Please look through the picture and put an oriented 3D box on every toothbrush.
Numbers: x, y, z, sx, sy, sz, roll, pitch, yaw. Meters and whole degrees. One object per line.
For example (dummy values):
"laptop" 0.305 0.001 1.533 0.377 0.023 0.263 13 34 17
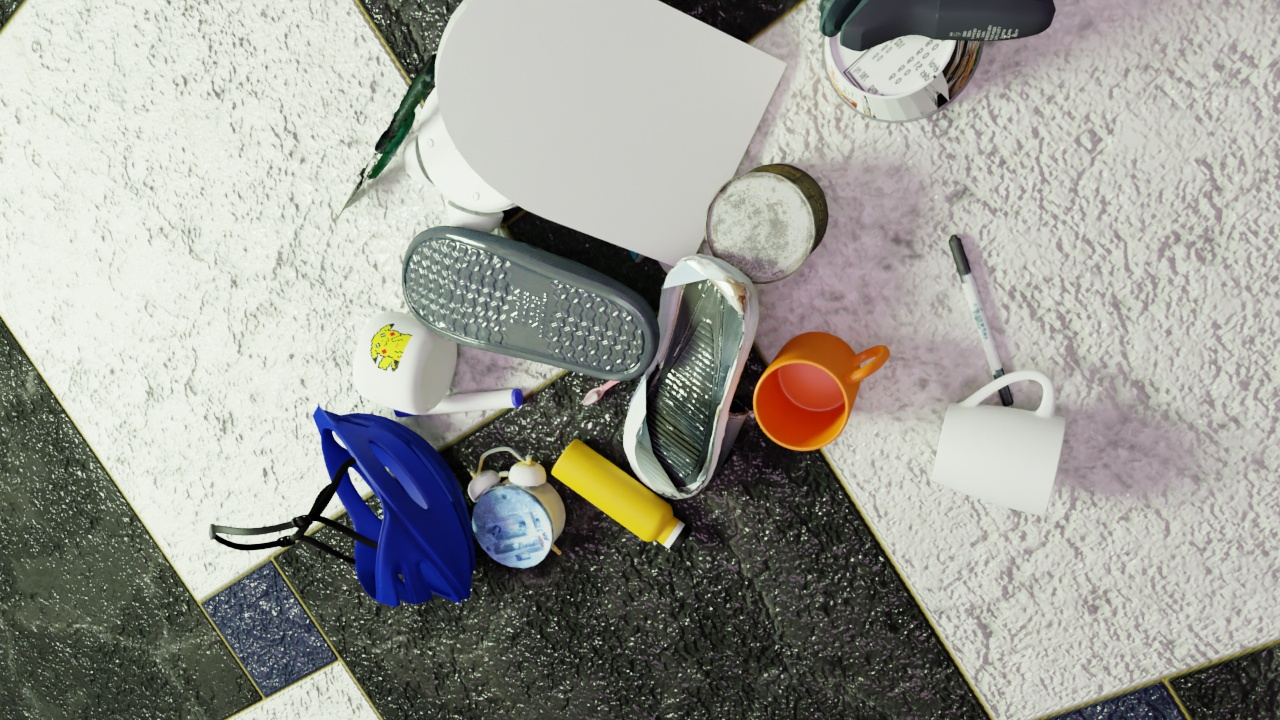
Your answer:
"toothbrush" -0.005 0.005 0.866 0.135 0.016 0.021 -37 93 25

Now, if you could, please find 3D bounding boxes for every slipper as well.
"slipper" -0.095 -0.062 0.834 0.268 0.083 0.111 18 120 20
"slipper" 0.052 0.021 0.815 0.111 0.063 0.264 36 135 29

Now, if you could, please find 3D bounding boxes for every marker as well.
"marker" 0.281 -0.032 0.757 0.011 0.011 0.152 -18 99 23
"marker" -0.187 0.044 0.939 0.142 0.020 0.020 -6 103 20

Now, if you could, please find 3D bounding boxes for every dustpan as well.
"dustpan" -0.039 -0.209 0.757 0.257 0.053 0.192 18 110 -21

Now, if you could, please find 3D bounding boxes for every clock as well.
"clock" -0.127 0.147 0.931 0.089 0.051 0.125 -15 100 23
"clock" -0.138 -0.195 0.822 0.161 0.072 0.125 -41 89 25

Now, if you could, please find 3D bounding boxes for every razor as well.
"razor" 0.187 -0.221 0.584 0.143 0.047 0.052 10 84 14

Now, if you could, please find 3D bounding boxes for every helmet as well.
"helmet" -0.286 0.164 0.903 0.241 0.227 0.148 61 148 3

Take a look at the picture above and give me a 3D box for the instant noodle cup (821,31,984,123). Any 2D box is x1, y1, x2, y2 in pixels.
"instant noodle cup" 0.187 -0.235 0.670 0.124 0.121 0.124 5 107 18

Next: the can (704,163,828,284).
"can" 0.106 -0.115 0.760 0.090 0.074 0.090 6 109 18

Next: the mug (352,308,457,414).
"mug" -0.225 -0.007 0.904 0.068 0.094 0.115 16 73 13

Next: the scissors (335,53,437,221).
"scissors" -0.242 -0.208 0.869 0.015 0.137 0.210 28 147 -26

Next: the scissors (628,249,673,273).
"scissors" -0.013 -0.127 0.829 0.155 0.019 0.126 2 108 17

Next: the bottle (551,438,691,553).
"bottle" -0.016 0.134 0.892 0.143 0.043 0.043 35 113 7

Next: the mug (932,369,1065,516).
"mug" 0.293 0.060 0.745 0.088 0.080 0.114 12 102 22

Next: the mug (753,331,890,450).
"mug" 0.156 0.016 0.768 0.113 0.095 0.077 -30 94 24
